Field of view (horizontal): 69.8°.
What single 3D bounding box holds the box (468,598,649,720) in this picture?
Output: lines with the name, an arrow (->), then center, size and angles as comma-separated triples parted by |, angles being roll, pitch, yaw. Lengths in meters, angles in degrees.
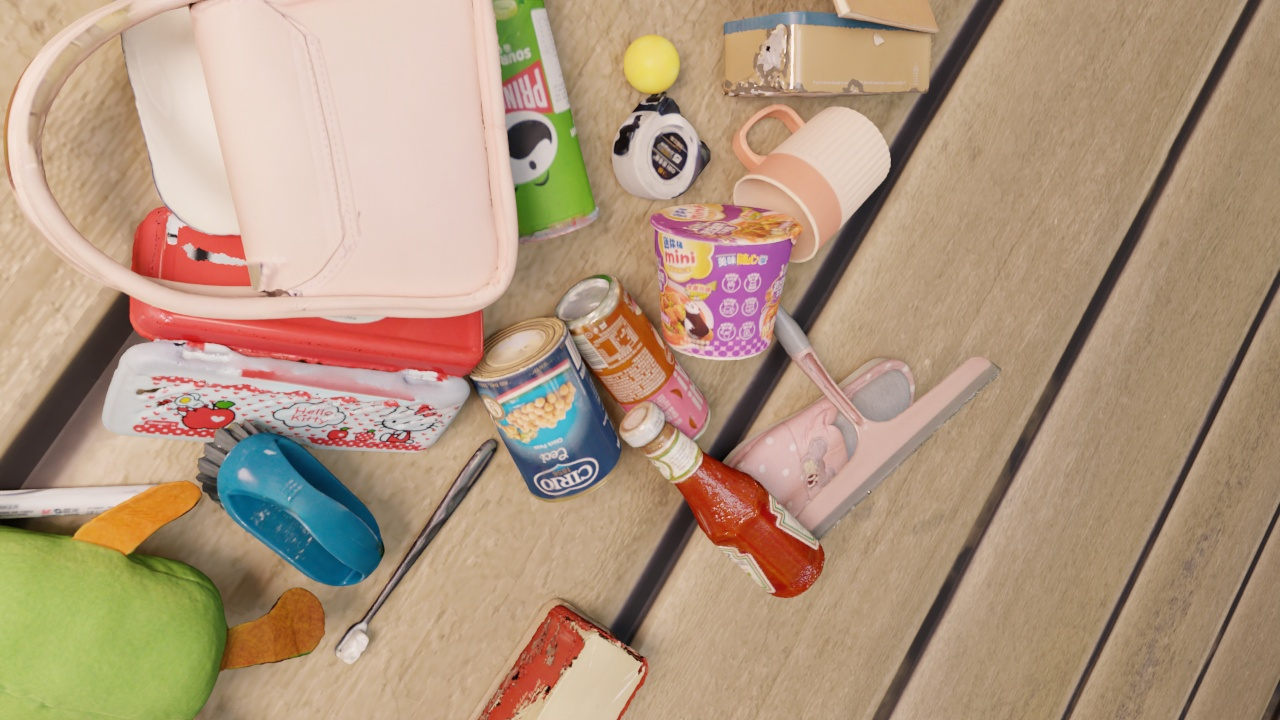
box -> -0.071, 0.281, 0.704 | 0.091, 0.076, 0.168 | 43, 75, -37

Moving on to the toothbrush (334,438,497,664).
toothbrush -> -0.154, 0.131, 0.641 | 0.015, 0.018, 0.181 | 42, 75, -33

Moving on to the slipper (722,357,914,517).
slipper -> 0.168, 0.087, 0.844 | 0.273, 0.054, 0.114 | -31, 119, -26

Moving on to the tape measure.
tape measure -> 0.012, -0.152, 0.677 | 0.066, 0.034, 0.066 | -52, 124, -17

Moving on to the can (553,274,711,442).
can -> -0.004, 0.004, 0.691 | 0.057, 0.058, 0.147 | -49, 126, -16

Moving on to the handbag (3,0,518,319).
handbag -> -0.185, -0.107, 0.467 | 0.233, 0.093, 0.193 | -15, 106, -28

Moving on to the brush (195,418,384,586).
brush -> -0.195, 0.093, 0.543 | 0.055, 0.073, 0.144 | -55, 147, -24

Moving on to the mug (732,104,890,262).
mug -> 0.130, -0.155, 0.743 | 0.114, 0.082, 0.105 | 48, 68, -4

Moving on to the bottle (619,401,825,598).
bottle -> 0.062, 0.107, 0.702 | 0.206, 0.060, 0.059 | 44, 75, -25

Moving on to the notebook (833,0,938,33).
notebook -> 0.148, -0.342, 0.668 | 0.149, 0.012, 0.211 | -16, 85, -47

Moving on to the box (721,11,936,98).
box -> 0.154, -0.239, 0.726 | 0.183, 0.090, 0.061 | -15, 110, -36

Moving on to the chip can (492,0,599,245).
chip can -> -0.087, -0.194, 0.568 | 0.072, 0.072, 0.236 | -27, 116, -29

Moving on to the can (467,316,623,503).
can -> -0.066, 0.033, 0.641 | 0.075, 0.075, 0.111 | -37, 121, -24

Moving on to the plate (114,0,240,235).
plate -> -0.198, -0.156, 0.513 | 0.164, 0.034, 0.164 | -14, 107, -37

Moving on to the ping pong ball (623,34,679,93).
ping pong ball -> 0.008, -0.211, 0.653 | 0.040, 0.040, 0.040 | -10, 108, -35

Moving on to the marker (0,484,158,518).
marker -> -0.333, 0.077, 0.491 | 0.145, 0.017, 0.017 | 3, 100, -37

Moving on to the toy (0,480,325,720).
toy -> -0.303, 0.149, 0.485 | 0.227, 0.090, 0.246 | -49, 127, 3

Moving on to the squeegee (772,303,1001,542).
squeegee -> 0.142, -0.005, 0.779 | 0.247, 0.040, 0.249 | -41, 100, -6

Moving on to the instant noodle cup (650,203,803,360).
instant noodle cup -> 0.060, -0.059, 0.695 | 0.111, 0.112, 0.099 | -12, 116, -34

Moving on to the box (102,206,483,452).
box -> -0.202, -0.006, 0.553 | 0.201, 0.099, 0.118 | 9, 65, -37
